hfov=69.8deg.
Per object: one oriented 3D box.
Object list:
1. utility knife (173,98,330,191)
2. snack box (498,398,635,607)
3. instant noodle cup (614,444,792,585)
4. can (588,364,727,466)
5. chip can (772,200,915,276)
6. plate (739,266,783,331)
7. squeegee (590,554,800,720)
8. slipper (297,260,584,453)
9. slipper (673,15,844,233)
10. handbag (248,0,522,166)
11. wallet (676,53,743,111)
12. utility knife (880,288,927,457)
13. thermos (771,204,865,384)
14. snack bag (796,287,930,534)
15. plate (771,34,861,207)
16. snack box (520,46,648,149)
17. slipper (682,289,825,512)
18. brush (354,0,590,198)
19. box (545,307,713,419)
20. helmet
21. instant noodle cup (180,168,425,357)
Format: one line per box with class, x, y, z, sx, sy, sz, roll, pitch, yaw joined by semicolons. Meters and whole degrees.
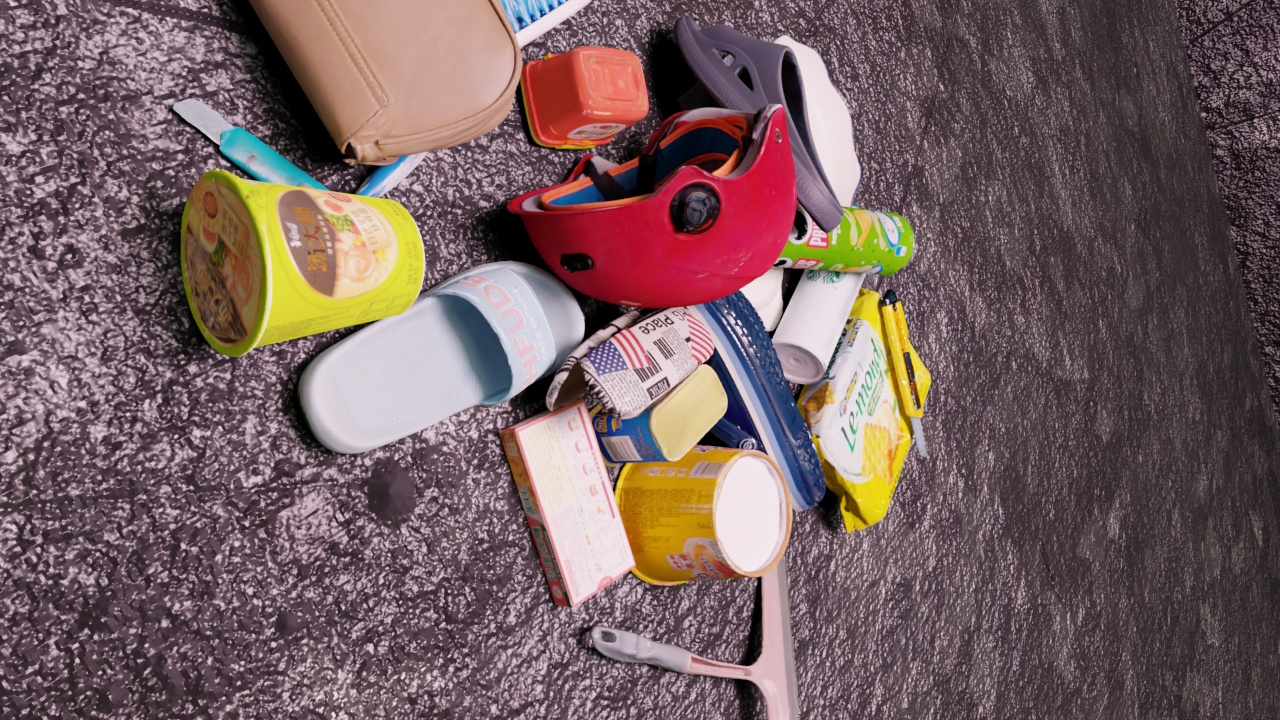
utility knife;-0.237;-0.118;0.637;0.182;0.013;0.029;38;61;-33
snack box;-0.059;0.117;0.765;0.076;0.027;0.156;-24;101;-43
instant noodle cup;0.061;0.136;0.821;0.137;0.110;0.138;8;78;-44
can;0.015;0.047;0.806;0.101;0.083;0.057;-42;113;-39
chip can;0.175;-0.126;0.924;0.235;0.072;0.072;-1;84;-36
plate;0.100;-0.106;0.944;0.163;0.034;0.163;-12;93;-44
squeegee;0.046;0.273;0.837;0.249;0.040;0.247;24;52;-34
slipper;-0.133;-0.008;0.680;0.244;0.074;0.104;-29;104;-41
slipper;0.128;-0.238;0.862;0.268;0.083;0.110;60;16;25
handbag;-0.178;-0.236;0.630;0.147;0.100;0.204;-31;94;-13
wallet;0.093;-0.261;0.971;0.120;0.019;0.097;-50;117;-39
utility knife;0.304;0.017;1.040;0.033;0.015;0.202;-22;101;-41
thermos;0.208;-0.081;1.019;0.073;0.073;0.223;48;54;-28
snack bag;0.244;0.054;1.035;0.158;0.068;0.245;49;53;-29
plate;0.177;-0.251;1.014;0.204;0.046;0.204;21;63;-47
snack box;-0.046;-0.230;0.789;0.091;0.080;0.082;-13;93;-43
slipper;0.095;0.035;0.882;0.253;0.095;0.105;62;17;-10
brush;-0.138;-0.245;0.727;0.313;0.061;0.109;-46;119;-34
box;-0.004;0.004;0.764;0.161;0.086;0.076;-31;148;-50
helmet;0.023;-0.112;0.759;0.239;0.207;0.144;-28;114;-18
instant noodle cup;-0.211;-0.065;0.592;0.123;0.112;0.111;-11;92;-48
